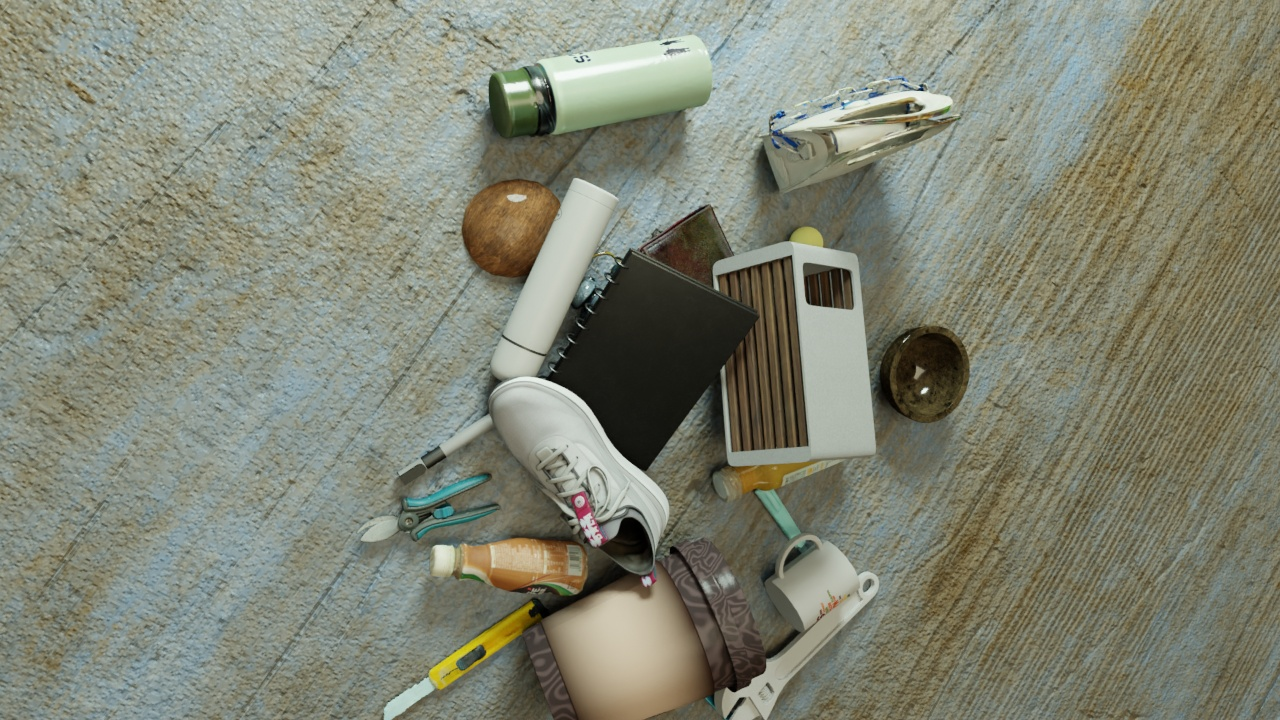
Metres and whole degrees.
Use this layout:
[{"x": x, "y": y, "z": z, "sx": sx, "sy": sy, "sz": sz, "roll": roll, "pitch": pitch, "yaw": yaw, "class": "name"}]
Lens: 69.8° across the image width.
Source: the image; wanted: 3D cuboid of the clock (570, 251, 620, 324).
[{"x": -0.026, "y": -0.056, "z": 1.005, "sx": 0.090, "sy": 0.052, "sz": 0.129, "roll": -26, "pitch": 106, "yaw": -17, "class": "clock"}]

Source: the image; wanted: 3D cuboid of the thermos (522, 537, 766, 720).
[{"x": -0.001, "y": 0.312, "z": 1.005, "sx": 0.226, "sy": 0.173, "sz": 0.173, "roll": -21, "pitch": 104, "yaw": -11, "class": "thermos"}]

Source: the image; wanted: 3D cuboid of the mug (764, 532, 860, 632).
[{"x": 0.205, "y": 0.264, "z": 1.124, "sx": 0.089, "sy": 0.073, "sz": 0.105, "roll": -32, "pitch": 107, "yaw": -15, "class": "mug"}]

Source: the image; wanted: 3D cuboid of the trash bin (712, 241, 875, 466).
[{"x": 0.169, "y": -0.003, "z": 1.013, "sx": 0.114, "sy": 0.115, "sz": 0.228, "roll": 2, "pitch": 81, "yaw": -42, "class": "trash bin"}]

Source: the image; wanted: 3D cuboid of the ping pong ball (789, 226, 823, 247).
[{"x": 0.197, "y": -0.139, "z": 1.091, "sx": 0.040, "sy": 0.040, "sz": 0.040, "roll": -3, "pitch": 97, "yaw": -22, "class": "ping pong ball"}]

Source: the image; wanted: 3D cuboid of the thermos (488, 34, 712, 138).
[{"x": -0.044, "y": -0.282, "z": 0.962, "sx": 0.231, "sy": 0.082, "sz": 0.082, "roll": -17, "pitch": 102, "yaw": -20, "class": "thermos"}]

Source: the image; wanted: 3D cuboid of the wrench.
[{"x": 0.201, "y": 0.353, "z": 1.154, "sx": 0.272, "sy": 0.018, "sz": 0.087, "roll": -38, "pitch": 113, "yaw": -19, "class": "wrench"}]

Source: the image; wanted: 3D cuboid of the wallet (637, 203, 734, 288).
[{"x": 0.058, "y": -0.108, "z": 1.032, "sx": 0.119, "sy": 0.031, "sz": 0.099, "roll": -38, "pitch": 107, "yaw": -35, "class": "wallet"}]

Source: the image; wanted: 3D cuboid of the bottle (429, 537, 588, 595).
[{"x": -0.142, "y": 0.220, "z": 0.989, "sx": 0.167, "sy": 0.059, "sz": 0.059, "roll": 9, "pitch": 93, "yaw": -22, "class": "bottle"}]

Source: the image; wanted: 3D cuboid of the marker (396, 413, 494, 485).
[{"x": -0.194, "y": 0.086, "z": 0.975, "sx": 0.140, "sy": 0.016, "sz": 0.016, "roll": -33, "pitch": 107, "yaw": -15, "class": "marker"}]

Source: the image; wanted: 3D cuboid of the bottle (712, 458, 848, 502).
[{"x": 0.176, "y": 0.121, "z": 1.108, "sx": 0.186, "sy": 0.053, "sz": 0.053, "roll": -19, "pitch": 103, "yaw": -18, "class": "bottle"}]

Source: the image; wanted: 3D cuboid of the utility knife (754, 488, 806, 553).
[{"x": 0.179, "y": 0.200, "z": 1.139, "sx": 0.022, "sy": 0.015, "sz": 0.120, "roll": -39, "pitch": 110, "yaw": -12, "class": "utility knife"}]

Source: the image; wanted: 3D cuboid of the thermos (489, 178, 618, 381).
[{"x": -0.093, "y": -0.078, "z": 0.963, "sx": 0.052, "sy": 0.052, "sz": 0.224, "roll": 23, "pitch": 96, "yaw": -23, "class": "thermos"}]

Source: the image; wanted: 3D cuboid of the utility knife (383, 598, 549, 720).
[{"x": -0.191, "y": 0.329, "z": 1.009, "sx": 0.206, "sy": 0.018, "sz": 0.030, "roll": -32, "pitch": 98, "yaw": -12, "class": "utility knife"}]

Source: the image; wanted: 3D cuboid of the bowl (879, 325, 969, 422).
[{"x": 0.349, "y": 0.015, "z": 1.161, "sx": 0.121, "sy": 0.056, "sz": 0.121, "roll": -3, "pitch": 97, "yaw": -21, "class": "bowl"}]

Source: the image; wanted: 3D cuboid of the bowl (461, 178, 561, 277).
[{"x": -0.129, "y": -0.140, "z": 0.968, "sx": 0.114, "sy": 0.026, "sz": 0.102, "roll": -20, "pitch": 103, "yaw": -19, "class": "bowl"}]

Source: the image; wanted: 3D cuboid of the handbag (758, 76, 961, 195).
[{"x": 0.242, "y": -0.258, "z": 1.011, "sx": 0.200, "sy": 0.200, "sz": 0.093, "roll": -23, "pitch": 100, "yaw": -21, "class": "handbag"}]

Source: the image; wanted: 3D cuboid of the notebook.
[{"x": -0.006, "y": 0.006, "z": 0.983, "sx": 0.169, "sy": 0.019, "sz": 0.232, "roll": 24, "pitch": 116, "yaw": -22, "class": "notebook"}]

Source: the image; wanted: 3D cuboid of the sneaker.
[{"x": -0.064, "y": 0.129, "z": 0.962, "sx": 0.097, "sy": 0.128, "sz": 0.263, "roll": -37, "pitch": 112, "yaw": 14, "class": "sneaker"}]

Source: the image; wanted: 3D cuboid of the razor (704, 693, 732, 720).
[{"x": 0.097, "y": 0.426, "z": 1.131, "sx": 0.042, "sy": 0.022, "sz": 0.144, "roll": -45, "pitch": 115, "yaw": -16, "class": "razor"}]

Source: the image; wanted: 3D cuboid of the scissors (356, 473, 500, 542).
[{"x": -0.218, "y": 0.164, "z": 0.974, "sx": 0.148, "sy": 0.019, "sz": 0.132, "roll": 33, "pitch": 83, "yaw": -23, "class": "scissors"}]
